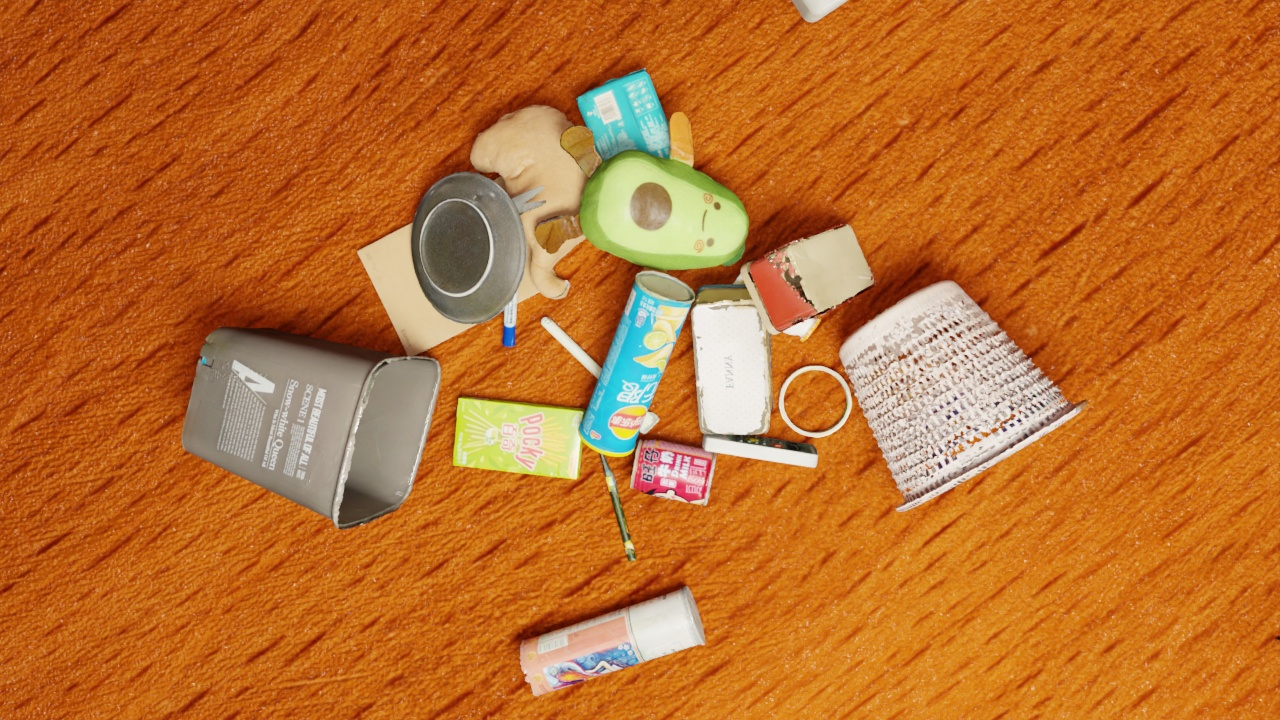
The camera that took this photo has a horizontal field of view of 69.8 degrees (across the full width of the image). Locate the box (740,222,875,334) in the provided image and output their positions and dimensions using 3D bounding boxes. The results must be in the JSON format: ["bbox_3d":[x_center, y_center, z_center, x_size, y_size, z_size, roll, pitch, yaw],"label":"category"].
[{"bbox_3d":[0.195,-0.098,1.014,0.080,0.167,0.091,-25,90,40],"label":"box"}]

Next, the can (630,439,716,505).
[{"bbox_3d":[0.039,0.132,1.092,0.094,0.066,0.066,11,93,4],"label":"can"}]

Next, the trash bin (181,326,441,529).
[{"bbox_3d":[-0.382,0.062,1.067,0.220,0.198,0.199,16,93,9],"label":"trash bin"}]

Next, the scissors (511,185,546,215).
[{"bbox_3d":[-0.173,-0.159,1.073,0.172,0.014,0.147,28,113,29],"label":"scissors"}]

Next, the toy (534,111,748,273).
[{"bbox_3d":[0.013,-0.168,1.036,0.246,0.090,0.227,11,104,-12],"label":"toy"}]

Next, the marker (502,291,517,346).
[{"bbox_3d":[-0.154,-0.083,1.094,0.017,0.016,0.146,9,119,4],"label":"marker"}]

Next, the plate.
[{"bbox_3d":[-0.210,-0.131,1.074,0.180,0.024,0.179,4,97,32],"label":"plate"}]

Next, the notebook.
[{"bbox_3d":[-0.226,-0.116,1.133,0.211,0.012,0.149,-26,90,4],"label":"notebook"}]

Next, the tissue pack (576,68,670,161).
[{"bbox_3d":[-0.011,-0.269,1.089,0.093,0.050,0.133,-21,91,3],"label":"tissue pack"}]

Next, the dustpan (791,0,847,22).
[{"bbox_3d":[0.216,-0.465,0.984,0.258,0.222,0.142,-32,101,15],"label":"dustpan"}]

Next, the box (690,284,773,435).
[{"bbox_3d":[0.105,-0.005,1.051,0.090,0.061,0.184,2,113,12],"label":"box"}]

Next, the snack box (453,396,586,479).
[{"bbox_3d":[-0.148,0.094,1.126,0.156,0.026,0.086,6,93,4],"label":"snack box"}]

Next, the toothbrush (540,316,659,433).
[{"bbox_3d":[-0.053,0.015,1.120,0.189,0.020,0.029,44,70,3],"label":"toothbrush"}]

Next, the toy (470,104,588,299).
[{"bbox_3d":[-0.110,-0.189,1.086,0.143,0.082,0.226,-19,90,15],"label":"toy"}]

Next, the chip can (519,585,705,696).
[{"bbox_3d":[-0.034,0.338,1.104,0.215,0.071,0.071,-19,90,5],"label":"chip can"}]

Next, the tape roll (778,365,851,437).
[{"bbox_3d":[0.209,0.049,1.102,0.086,0.014,0.086,0,92,5],"label":"tape roll"}]

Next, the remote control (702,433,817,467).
[{"bbox_3d":[0.141,0.103,1.088,0.135,0.056,0.019,9,98,5],"label":"remote control"}]

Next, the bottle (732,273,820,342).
[{"bbox_3d":[0.158,-0.067,1.077,0.108,0.063,0.063,37,94,2],"label":"bottle"}]

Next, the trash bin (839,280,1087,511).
[{"bbox_3d":[0.330,0.029,1.006,0.227,0.227,0.192,-32,77,5],"label":"trash bin"}]

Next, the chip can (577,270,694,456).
[{"bbox_3d":[-0.006,0.006,1.044,0.071,0.071,0.211,23,116,3],"label":"chip can"}]

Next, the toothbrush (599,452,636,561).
[{"bbox_3d":[-0.031,0.156,1.126,0.017,0.012,0.186,-15,91,-6],"label":"toothbrush"}]
